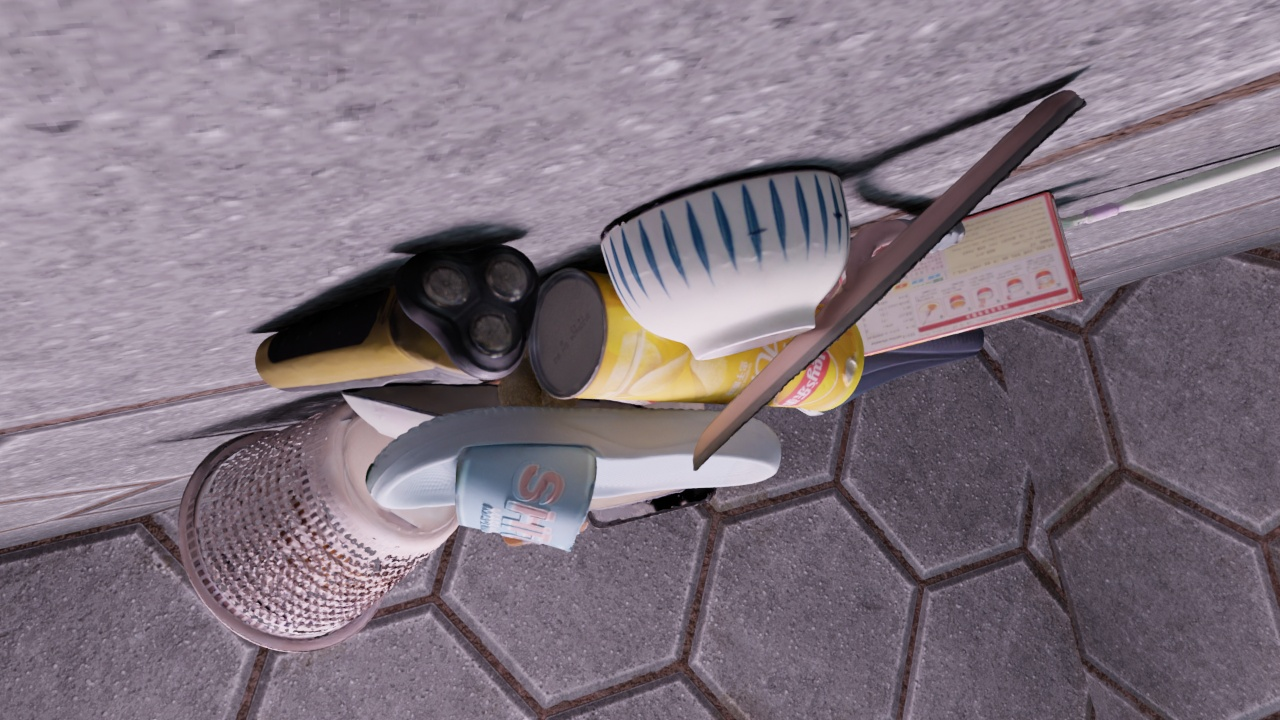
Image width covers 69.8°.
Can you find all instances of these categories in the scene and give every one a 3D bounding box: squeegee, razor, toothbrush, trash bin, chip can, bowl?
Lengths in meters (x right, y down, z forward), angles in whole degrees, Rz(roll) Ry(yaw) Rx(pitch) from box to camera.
[{"bbox_3d":[0.146,-0.063,0.517,0.248,0.040,0.248,-48,168,31],"label":"squeegee"},{"bbox_3d":[-0.120,-0.013,0.421,0.168,0.062,0.067,-10,148,35],"label":"razor"},{"bbox_3d":[0.387,-0.127,0.680,0.190,0.020,0.029,-16,143,12],"label":"toothbrush"},{"bbox_3d":[-0.275,0.134,0.855,0.193,0.227,0.227,-31,167,31],"label":"trash bin"},{"bbox_3d":[0.040,-0.008,0.543,0.213,0.072,0.072,4,165,-39],"label":"chip can"},{"bbox_3d":[0.045,-0.039,0.433,0.116,0.066,0.116,-14,176,-1],"label":"bowl"}]

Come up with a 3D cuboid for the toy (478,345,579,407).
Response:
[{"bbox_3d":[-0.060,0.008,0.612,0.105,0.066,0.157,-19,-170,2],"label":"toy"}]

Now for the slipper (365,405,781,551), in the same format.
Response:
[{"bbox_3d":[-0.034,0.074,0.540,0.245,0.074,0.104,-1,159,-13],"label":"slipper"}]

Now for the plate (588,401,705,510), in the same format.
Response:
[{"bbox_3d":[-0.014,0.055,0.828,0.164,0.164,0.034,-15,152,22],"label":"plate"}]

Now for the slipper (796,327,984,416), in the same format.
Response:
[{"bbox_3d":[0.180,0.010,0.834,0.268,0.083,0.111,-3,-178,-5],"label":"slipper"}]

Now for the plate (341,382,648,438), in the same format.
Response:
[{"bbox_3d":[-0.113,0.046,0.700,0.266,0.034,0.161,6,-174,44],"label":"plate"}]

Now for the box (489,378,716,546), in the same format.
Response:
[{"bbox_3d":[-0.061,0.084,0.935,0.274,0.179,0.125,-16,175,22],"label":"box"}]

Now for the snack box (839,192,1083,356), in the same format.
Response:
[{"bbox_3d":[0.223,-0.058,0.658,0.156,0.077,0.027,-16,175,33],"label":"snack box"}]

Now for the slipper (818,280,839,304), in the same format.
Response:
[{"bbox_3d":[0.224,-0.059,0.776,0.114,0.054,0.275,-5,-179,-35],"label":"slipper"}]

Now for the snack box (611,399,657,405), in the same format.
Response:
[{"bbox_3d":[-0.005,0.005,0.772,0.208,0.057,0.058,-16,155,31],"label":"snack box"}]
